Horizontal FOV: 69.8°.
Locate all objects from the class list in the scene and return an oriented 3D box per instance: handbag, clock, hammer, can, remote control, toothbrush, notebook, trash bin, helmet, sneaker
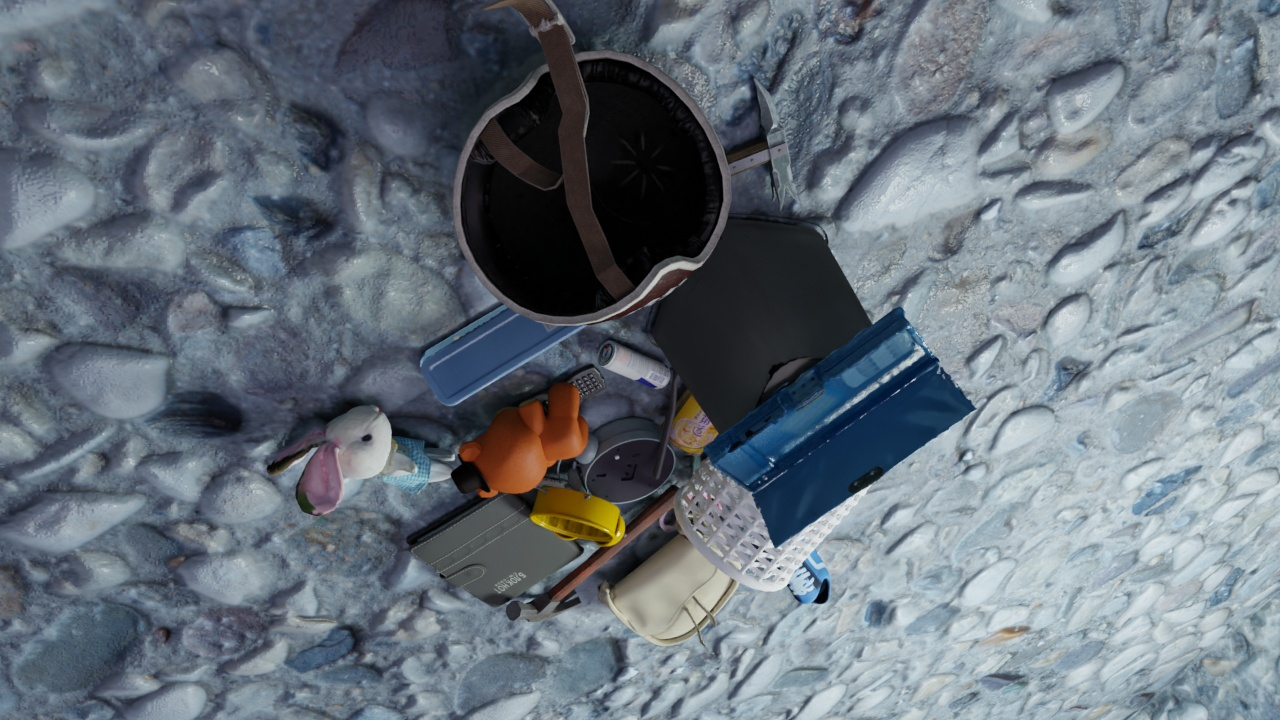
[{"bbox_3d":[0.058,0.342,1.363,0.184,0.131,0.230,28,117,-36],"label":"handbag"},{"bbox_3d":[-0.031,0.131,1.191,0.159,0.045,0.123,-3,132,-20],"label":"clock"},{"bbox_3d":[0.003,-0.169,0.937,0.317,0.028,0.147,-22,130,-3],"label":"hammer"},{"bbox_3d":[0.080,0.062,1.156,0.067,0.067,0.105,14,125,-33],"label":"can"},{"bbox_3d":[-0.102,0.046,1.105,0.124,0.009,0.046,-26,136,2],"label":"remote control"},{"bbox_3d":[0.036,0.071,1.143,0.013,0.013,0.167,3,106,-34],"label":"toothbrush"},{"bbox_3d":[-0.054,0.278,1.313,0.301,0.028,0.111,-42,150,14],"label":"hammer"},{"bbox_3d":[-0.196,0.259,1.254,0.169,0.029,0.209,-32,133,7],"label":"notebook"},{"bbox_3d":[0.145,-0.016,1.002,0.197,0.220,0.198,2,130,-25],"label":"trash bin"},{"bbox_3d":[-0.045,-0.149,0.781,0.235,0.252,0.233,-38,94,34],"label":"helmet"},{"bbox_3d":[-0.080,0.204,1.198,0.114,0.052,0.152,7,157,19],"label":"clock"},{"bbox_3d":[-0.006,0.006,1.092,0.095,0.032,0.032,24,119,-37],"label":"can"},{"bbox_3d":[0.247,0.321,1.447,0.083,0.098,0.241,-34,135,10],"label":"sneaker"}]

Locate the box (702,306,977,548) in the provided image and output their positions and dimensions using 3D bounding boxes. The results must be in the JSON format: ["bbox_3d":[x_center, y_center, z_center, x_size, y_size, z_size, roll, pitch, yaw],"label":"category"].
[{"bbox_3d":[0.187,0.070,0.862,0.232,0.110,0.094,-37,136,13],"label":"box"}]

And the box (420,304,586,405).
[{"bbox_3d":[-0.142,-0.030,1.010,0.210,0.064,0.069,-31,99,4],"label":"box"}]

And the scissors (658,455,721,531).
[{"bbox_3d":[0.066,0.186,1.305,0.108,0.016,0.179,-15,135,-10],"label":"scissors"}]

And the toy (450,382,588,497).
[{"bbox_3d":[-0.137,0.101,1.071,0.175,0.096,0.112,-37,141,-25],"label":"toy"}]

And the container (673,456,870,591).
[{"bbox_3d":[0.171,0.169,1.202,0.189,0.189,0.187,20,116,-36],"label":"container"}]

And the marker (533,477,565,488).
[{"bbox_3d":[-0.160,0.151,1.173,0.145,0.017,0.017,17,122,-34],"label":"marker"}]

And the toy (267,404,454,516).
[{"bbox_3d":[-0.291,0.103,1.026,0.205,0.131,0.106,6,108,-43],"label":"toy"}]
